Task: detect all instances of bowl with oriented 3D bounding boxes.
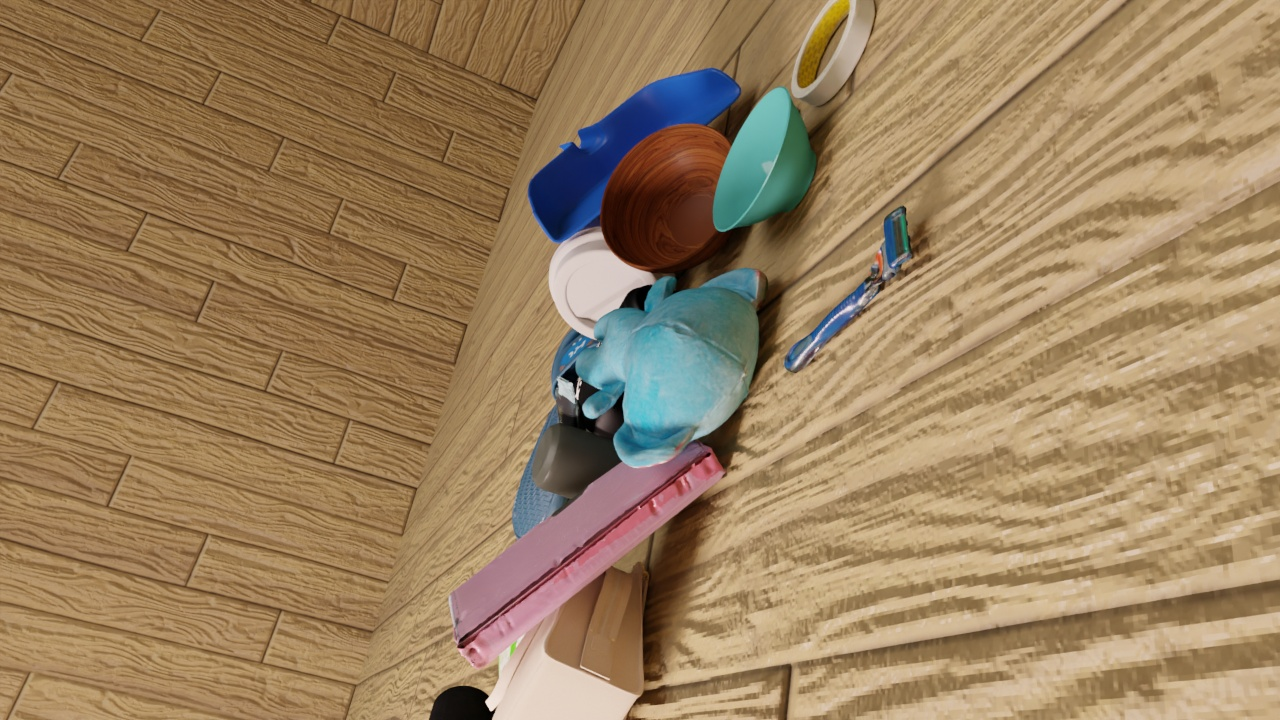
[{"bbox_3d":[0.107,-0.152,0.736,0.121,0.046,0.121,-161,91,-74],"label":"bowl"},{"bbox_3d":[0.041,-0.142,0.869,0.148,0.069,0.147,-12,66,29],"label":"bowl"}]

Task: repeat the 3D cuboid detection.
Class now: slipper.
[{"bbox_3d":[-0.087,0.115,1.042,0.104,0.059,0.213,-41,26,42],"label":"slipper"},{"bbox_3d":[-0.061,0.020,1.013,0.104,0.059,0.213,-35,34,16],"label":"slipper"}]

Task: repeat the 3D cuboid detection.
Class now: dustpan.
[{"bbox_3d":[-0.039,-0.232,1.022,0.245,0.059,0.258,-40,17,-6],"label":"dustpan"}]

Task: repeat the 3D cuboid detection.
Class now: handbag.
[{"bbox_3d":[-0.057,0.241,0.754,0.195,0.101,0.197,-62,6,27],"label":"handbag"}]

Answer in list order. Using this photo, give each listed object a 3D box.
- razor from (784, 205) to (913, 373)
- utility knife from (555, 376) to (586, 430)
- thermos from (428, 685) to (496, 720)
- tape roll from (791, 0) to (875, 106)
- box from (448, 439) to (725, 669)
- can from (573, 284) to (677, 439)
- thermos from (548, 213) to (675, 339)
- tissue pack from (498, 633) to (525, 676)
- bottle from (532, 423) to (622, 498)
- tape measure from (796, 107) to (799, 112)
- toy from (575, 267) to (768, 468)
[{"bbox_3d":[0.130,-0.035,0.575,0.141,0.018,0.043,123,159,-49],"label":"razor"},{"bbox_3d":[-0.061,0.051,0.811,0.020,0.029,0.198,-48,-13,-16],"label":"utility knife"},{"bbox_3d":[-0.197,0.441,0.948,0.218,0.106,0.106,-95,29,-66],"label":"thermos"},{"bbox_3d":[0.156,-0.255,0.749,0.094,0.019,0.094,-161,91,-74],"label":"tape roll"},{"bbox_3d":[-0.045,0.135,0.701,0.232,0.041,0.098,-37,12,-5],"label":"box"},{"bbox_3d":[-0.005,0.005,0.856,0.080,0.080,0.146,-89,25,-50],"label":"can"},{"bbox_3d":[-0.019,-0.130,1.008,0.132,0.131,0.221,-58,12,37],"label":"thermos"},{"bbox_3d":[-0.126,0.295,0.993,0.114,0.034,0.100,-106,36,-63],"label":"tissue pack"},{"bbox_3d":[-0.035,0.096,0.795,0.060,0.108,0.060,-161,91,-74],"label":"bottle"},{"bbox_3d":[0.115,-0.197,0.817,0.064,0.016,0.065,-122,54,-70],"label":"tape measure"},{"bbox_3d":[0.021,0.005,0.728,0.181,0.115,0.183,5,62,53],"label":"toy"}]
